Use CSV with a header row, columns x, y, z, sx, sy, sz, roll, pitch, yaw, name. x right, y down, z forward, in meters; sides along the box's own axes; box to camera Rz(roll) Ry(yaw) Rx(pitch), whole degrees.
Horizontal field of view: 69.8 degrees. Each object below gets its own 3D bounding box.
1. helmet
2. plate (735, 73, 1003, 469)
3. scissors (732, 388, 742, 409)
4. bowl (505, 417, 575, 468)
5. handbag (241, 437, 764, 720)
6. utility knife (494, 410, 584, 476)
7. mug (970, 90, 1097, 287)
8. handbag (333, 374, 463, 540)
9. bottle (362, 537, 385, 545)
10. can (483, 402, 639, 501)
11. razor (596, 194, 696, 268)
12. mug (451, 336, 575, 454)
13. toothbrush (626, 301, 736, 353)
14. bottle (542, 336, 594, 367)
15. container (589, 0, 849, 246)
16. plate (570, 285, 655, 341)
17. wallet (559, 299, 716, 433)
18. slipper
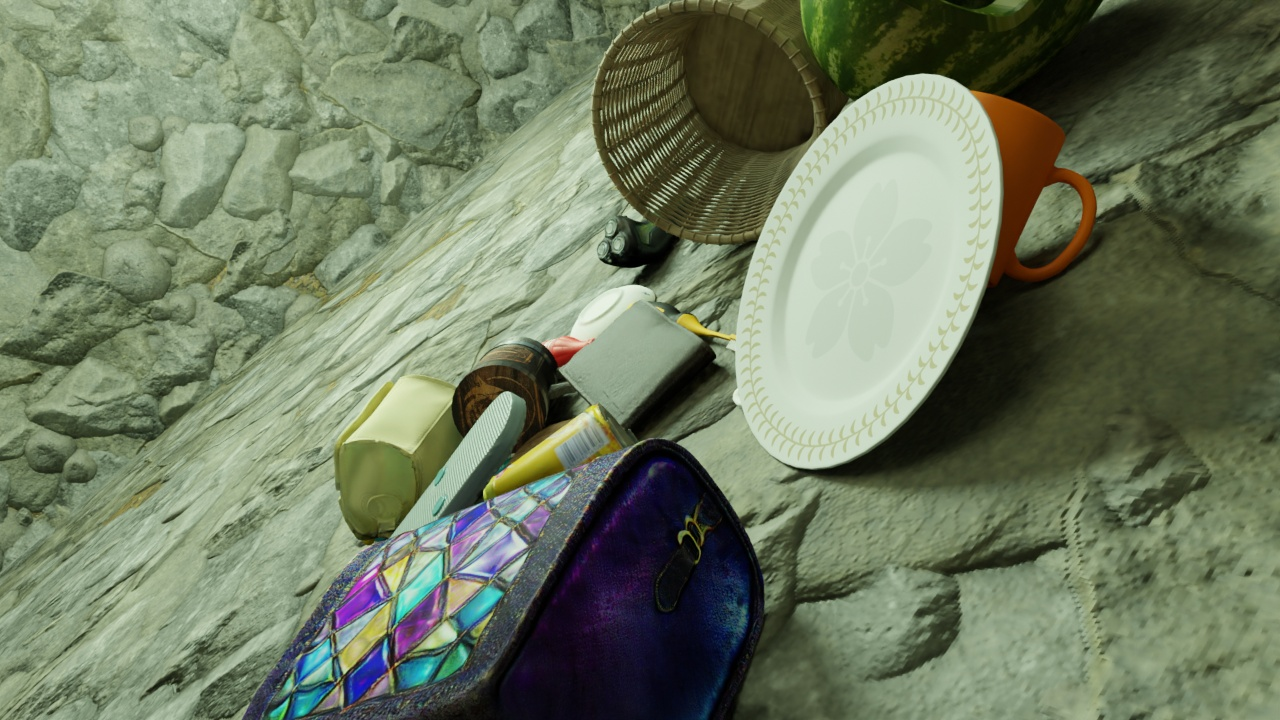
x,y,z,sx,sy,sz,roll,pitch,yaw,name
0.250,-0.311,0.742,0.247,0.213,0.243,-43,-18,11,helmet
0.129,-0.052,0.554,0.243,0.016,0.242,-48,33,47,plate
0.116,0.001,0.619,0.128,0.013,0.063,-22,27,36,scissors
-0.072,0.083,0.724,0.118,0.030,0.117,-32,23,15,bowl
-0.060,0.139,0.465,0.205,0.125,0.221,-24,19,31,handbag
-0.112,0.089,0.797,0.181,0.015,0.022,-34,2,6,utility knife
0.214,-0.096,0.553,0.113,0.077,0.096,26,96,25,mug
-0.207,0.088,0.802,0.081,0.111,0.119,13,30,7,handbag
-0.246,0.131,0.870,0.051,0.051,0.146,-34,22,9,bottle
-0.050,0.084,0.638,0.105,0.067,0.067,-36,22,4,can
0.011,-0.149,1.010,0.054,0.067,0.151,-8,28,45,razor
-0.098,0.026,0.815,0.116,0.080,0.107,-6,16,5,mug
0.038,-0.029,0.780,0.031,0.031,0.197,-57,29,-7,toothbrush
-0.080,-0.004,0.898,0.119,0.036,0.036,-13,33,46,bottle
0.095,-0.258,0.900,0.227,0.227,0.195,-21,21,37,container
-0.035,-0.046,0.926,0.104,0.026,0.104,-32,22,15,plate
-0.004,0.004,0.746,0.099,0.031,0.120,-42,37,-7,wallet
-0.146,0.141,0.621,0.269,0.054,0.098,-56,22,3,slipper
